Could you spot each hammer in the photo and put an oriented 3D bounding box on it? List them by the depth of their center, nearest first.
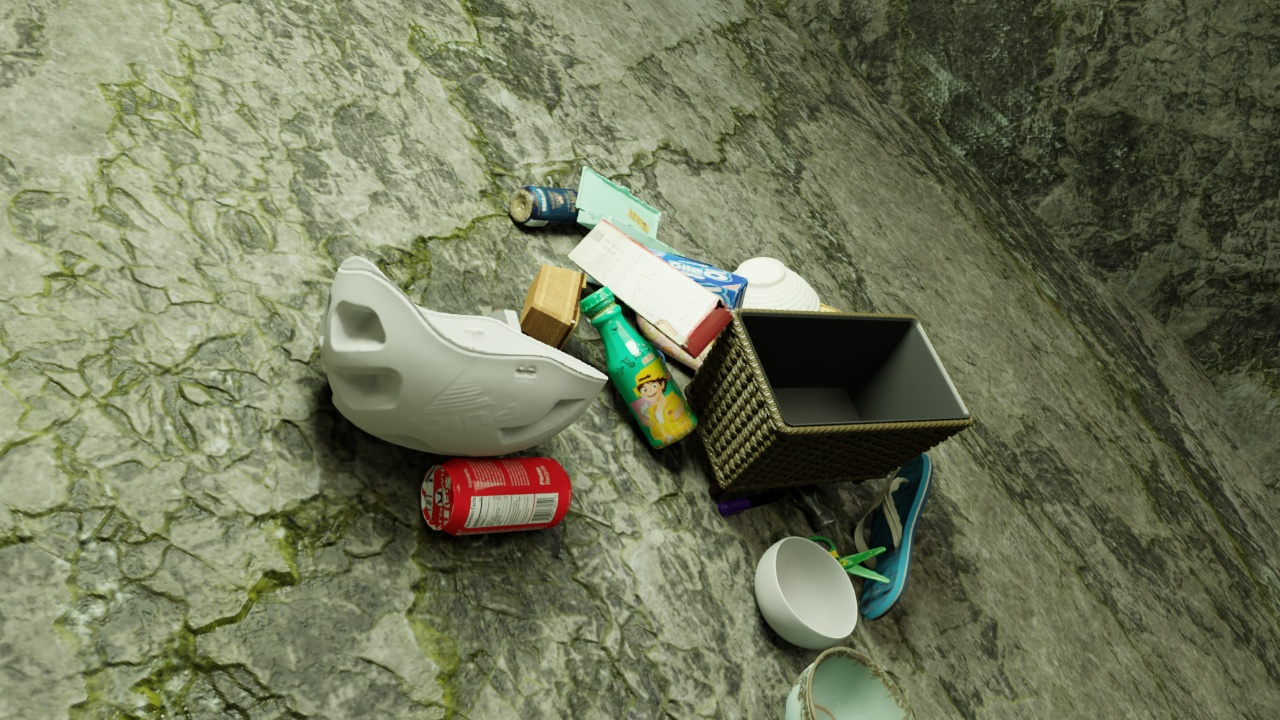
[{"bbox_3d":[0.303,0.145,1.398,0.133,0.033,0.332,52,35,13],"label":"hammer"}]

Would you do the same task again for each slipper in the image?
[{"bbox_3d":[0.340,0.234,1.278,0.060,0.118,0.293,31,43,1],"label":"slipper"},{"bbox_3d":[0.086,-0.039,1.307,0.197,0.082,0.093,35,36,3],"label":"slipper"}]

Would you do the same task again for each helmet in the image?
[{"bbox_3d":[-0.173,0.000,0.914,0.281,0.184,0.224,3,17,-28],"label":"helmet"}]

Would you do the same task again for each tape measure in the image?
[{"bbox_3d":[-0.166,-0.027,1.077,0.020,0.062,0.060,3,56,-43],"label":"tape measure"}]

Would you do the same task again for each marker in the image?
[{"bbox_3d":[0.148,0.188,1.211,0.133,0.015,0.018,-2,84,-46],"label":"marker"}]

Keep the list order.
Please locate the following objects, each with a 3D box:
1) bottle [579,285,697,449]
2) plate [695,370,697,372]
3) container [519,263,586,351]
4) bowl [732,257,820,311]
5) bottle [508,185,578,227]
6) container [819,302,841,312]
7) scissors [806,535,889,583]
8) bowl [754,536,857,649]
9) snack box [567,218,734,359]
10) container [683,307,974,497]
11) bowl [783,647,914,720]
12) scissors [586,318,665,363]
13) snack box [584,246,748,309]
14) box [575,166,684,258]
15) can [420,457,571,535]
[{"bbox_3d":[-0.007,0.007,1.149,0.209,0.068,0.067,59,35,-7],"label":"bottle"},{"bbox_3d":[0.139,0.060,1.332,0.157,0.014,0.156,26,39,-23],"label":"plate"},{"bbox_3d":[-0.113,-0.071,1.178,0.061,0.063,0.113,24,39,-15],"label":"container"},{"bbox_3d":[0.188,-0.111,1.418,0.177,0.071,0.177,-6,38,4],"label":"bowl"},{"bbox_3d":[-0.116,-0.221,1.328,0.160,0.056,0.056,-7,60,-49],"label":"bottle"},{"bbox_3d":[0.320,-0.022,1.499,0.183,0.130,0.166,25,49,-25],"label":"container"},{"bbox_3d":[0.258,0.269,1.184,0.128,0.012,0.121,17,47,31],"label":"scissors"},{"bbox_3d":[0.191,0.286,1.108,0.131,0.065,0.131,25,40,-23],"label":"bowl"},{"bbox_3d":[0.008,-0.096,1.161,0.273,0.076,0.044,40,-3,45],"label":"snack box"},{"bbox_3d":[0.225,0.065,1.201,0.320,0.206,0.176,0,55,-31],"label":"container"},{"bbox_3d":[0.212,0.402,0.986,0.160,0.094,0.159,26,39,-24],"label":"bowl"},{"bbox_3d":[-0.016,-0.018,1.262,0.129,0.014,0.127,12,42,-32],"label":"scissors"},{"bbox_3d":[0.033,-0.114,1.281,0.226,0.060,0.059,18,30,14],"label":"snack box"},{"bbox_3d":[-0.010,-0.209,1.360,0.187,0.078,0.109,25,65,-50],"label":"box"},{"bbox_3d":[-0.142,0.135,0.923,0.142,0.075,0.074,5,51,-42],"label":"can"}]
